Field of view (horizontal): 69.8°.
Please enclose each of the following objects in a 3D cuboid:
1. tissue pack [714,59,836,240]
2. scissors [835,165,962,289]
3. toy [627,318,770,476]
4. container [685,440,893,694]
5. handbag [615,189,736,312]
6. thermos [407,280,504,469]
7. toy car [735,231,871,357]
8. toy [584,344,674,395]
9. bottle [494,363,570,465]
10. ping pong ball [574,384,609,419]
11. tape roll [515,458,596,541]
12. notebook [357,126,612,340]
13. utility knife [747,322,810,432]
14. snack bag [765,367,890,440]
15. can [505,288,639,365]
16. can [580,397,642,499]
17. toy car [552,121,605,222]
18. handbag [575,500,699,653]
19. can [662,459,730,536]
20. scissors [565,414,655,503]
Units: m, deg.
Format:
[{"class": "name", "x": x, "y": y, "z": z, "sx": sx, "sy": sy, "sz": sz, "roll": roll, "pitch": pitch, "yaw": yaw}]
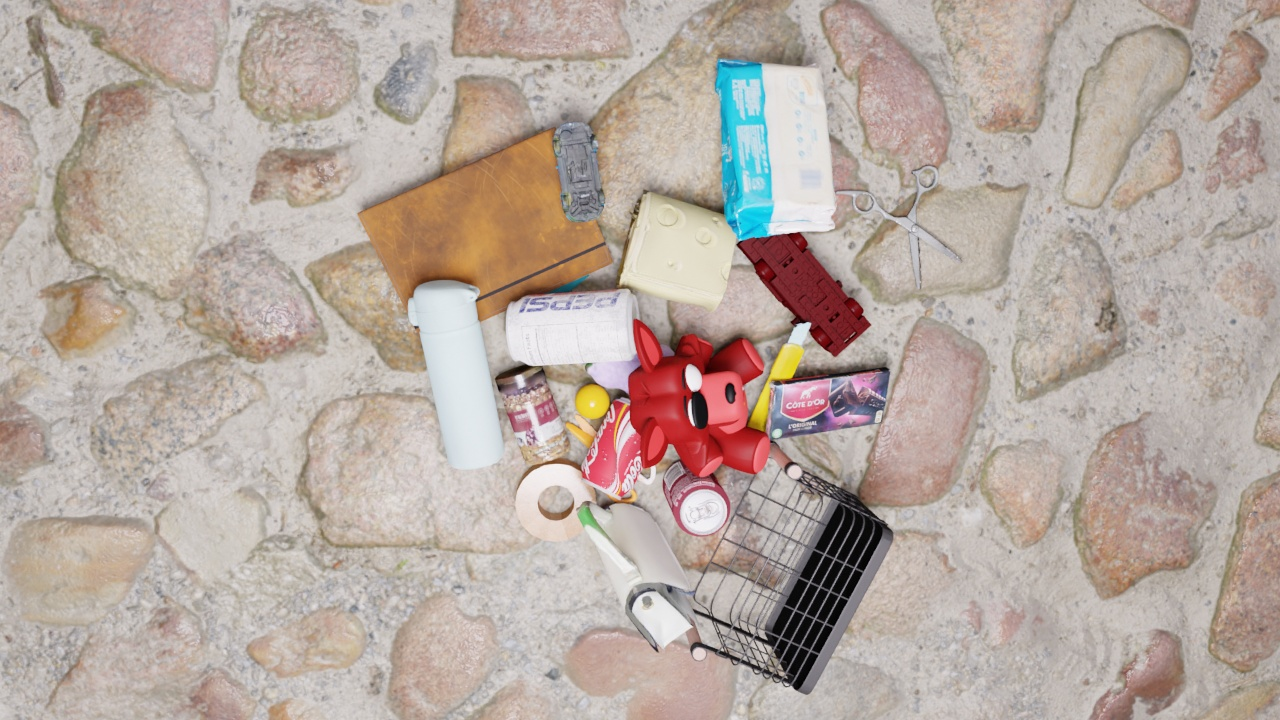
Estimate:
[{"class": "tissue pack", "x": 0.144, "y": -0.227, "z": 0.987, "sx": 0.117, "sy": 0.066, "sz": 0.209, "roll": -2, "pitch": 75, "yaw": -7}, {"class": "scissors", "x": 0.303, "y": -0.161, "z": 1.069, "sx": 0.171, "sy": 0.014, "sz": 0.141, "roll": 12, "pitch": 95, "yaw": -6}, {"class": "toy", "x": 0.060, "y": 0.044, "z": 0.989, "sx": 0.121, "sy": 0.197, "sz": 0.158, "roll": -9, "pitch": 77, "yaw": 33}, {"class": "container", "x": 0.158, "y": 0.234, "z": 1.042, "sx": 0.130, "sy": 0.163, "sz": 0.241, "roll": 26, "pitch": 96, "yaw": -9}, {"class": "handbag", "x": 0.038, "y": -0.120, "z": 1.016, "sx": 0.119, "sy": 0.081, "sz": 0.111, "roll": 14, "pitch": 85, "yaw": -5}, {"class": "thermos", "x": -0.199, "y": 0.014, "z": 1.007, "sx": 0.078, "sy": 0.065, "sz": 0.207, "roll": -7, "pitch": 109, "yaw": 3}, {"class": "toy car", "x": 0.182, "y": -0.087, "z": 1.043, "sx": 0.070, "sy": 0.062, "sz": 0.170, "roll": -42, "pitch": 101, "yaw": 2}, {"class": "toy", "x": -0.006, "y": 0.006, "z": 1.055, "sx": 0.099, "sy": 0.036, "sz": 0.080, "roll": 33, "pitch": 84, "yaw": -13}, {"class": "bottle", "x": -0.122, "y": 0.060, "z": 1.041, "sx": 0.056, "sy": 0.056, "sz": 0.105, "roll": -19, "pitch": 101, "yaw": -3}, {"class": "ping pong ball", "x": -0.055, "y": 0.047, "z": 1.053, "sx": 0.040, "sy": 0.040, "sz": 0.040, "roll": -1, "pitch": 99, "yaw": -6}, {"class": "tape roll", "x": -0.099, "y": 0.163, "z": 1.074, "sx": 0.094, "sy": 0.027, "sz": 0.094, "roll": -1, "pitch": 99, "yaw": -5}, {"class": "notebook", "x": -0.157, "y": -0.131, "z": 1.016, "sx": 0.249, "sy": 0.014, "sz": 0.178, "roll": -24, "pitch": 107, "yaw": -2}, {"class": "utility knife", "x": 0.158, "y": 0.030, "z": 1.056, "sx": 0.030, "sy": 0.017, "sz": 0.176, "roll": 10, "pitch": 123, "yaw": -16}, {"class": "snack bag", "x": 0.219, "y": 0.049, "z": 1.070, "sx": 0.155, "sy": 0.018, "sz": 0.075, "roll": -7, "pitch": 118, "yaw": -16}, {"class": "can", "x": -0.072, "y": -0.036, "z": 1.001, "sx": 0.136, "sy": 0.078, "sz": 0.078, "roll": -3, "pitch": 100, "yaw": 8}, {"class": "can", "x": -0.022, "y": 0.100, "z": 1.042, "sx": 0.064, "sy": 0.064, "sz": 0.104, "roll": 28, "pitch": 82, "yaw": -9}, {"class": "toy car", "x": -0.066, "y": -0.202, "z": 0.986, "sx": 0.048, "sy": 0.032, "sz": 0.105, "roll": -10, "pitch": 104, "yaw": -6}, {"class": "handbag", "x": -0.009, "y": 0.212, "z": 1.009, "sx": 0.074, "sy": 0.151, "sz": 0.176, "roll": -35, "pitch": 120, "yaw": 0}, {"class": "can", "x": 0.062, "y": 0.155, "z": 1.044, "sx": 0.063, "sy": 0.114, "sz": 0.063, "roll": -1, "pitch": 99, "yaw": -6}, {"class": "scissors", "x": -0.034, "y": 0.106, "z": 1.079, "sx": 0.073, "sy": 0.012, "sz": 0.131, "roll": -38, "pitch": 99, "yaw": -2}]
